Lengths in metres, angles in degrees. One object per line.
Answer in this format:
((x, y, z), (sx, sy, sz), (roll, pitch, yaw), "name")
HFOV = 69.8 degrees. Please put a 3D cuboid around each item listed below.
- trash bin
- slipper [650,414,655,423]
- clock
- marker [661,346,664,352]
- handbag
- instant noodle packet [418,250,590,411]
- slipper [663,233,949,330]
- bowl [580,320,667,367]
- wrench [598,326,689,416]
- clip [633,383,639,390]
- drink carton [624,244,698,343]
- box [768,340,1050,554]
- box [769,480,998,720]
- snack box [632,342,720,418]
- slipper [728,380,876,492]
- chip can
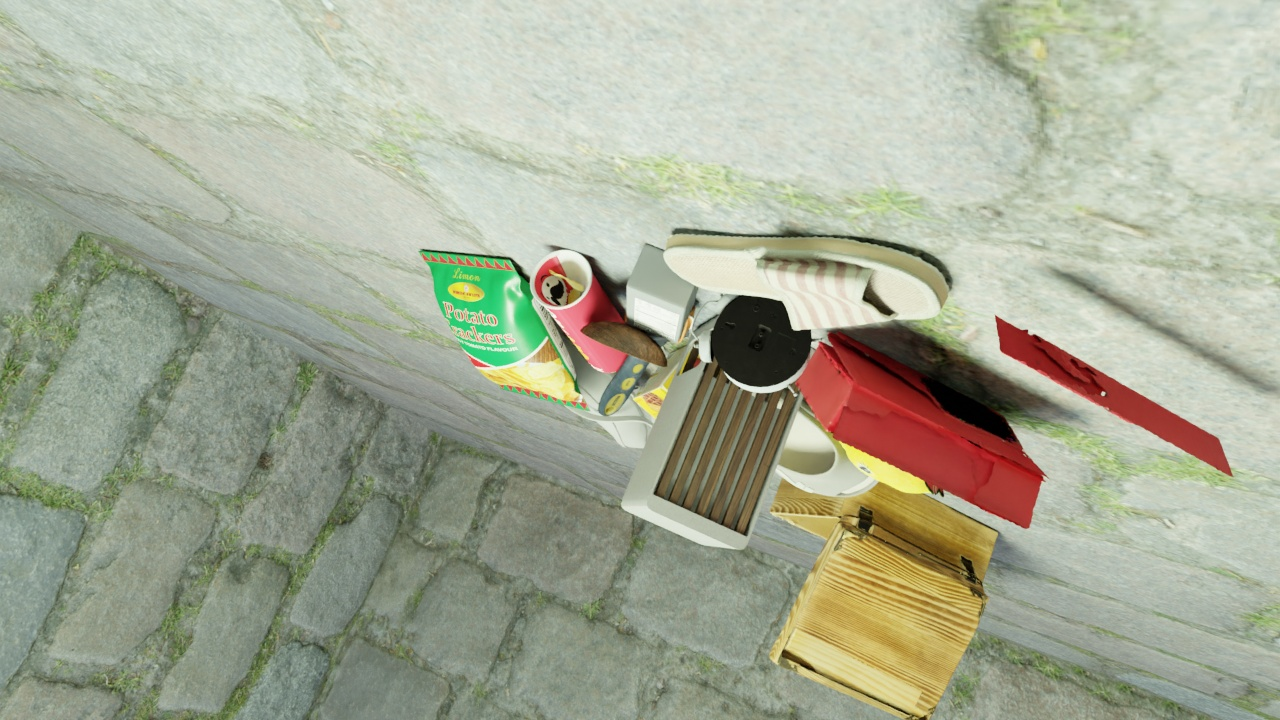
((0.084, 0.077, 1.003), (0.114, 0.228, 0.115), (25, 166, -9), "trash bin")
((0.074, 0.101, 1.437), (0.112, 0.074, 0.246), (-17, 152, 19), "slipper")
((0.108, -0.020, 0.889), (0.123, 0.094, 0.035), (25, 171, 19), "clock")
((-0.026, -0.017, 1.246), (0.133, 0.027, 0.023), (11, 165, 40), "marker")
((-0.058, 0.078, 1.400), (0.216, 0.095, 0.223), (39, 167, 27), "handbag")
((-0.185, -0.039, 1.245), (0.196, 0.090, 0.253), (11, 138, 42), "instant noodle packet")
((0.126, -0.065, 0.779), (0.263, 0.052, 0.115), (12, 163, 39), "slipper")
((-0.014, -0.024, 1.005), (0.102, 0.026, 0.114), (21, -176, -13), "bowl")
((-0.006, 0.007, 1.143), (0.073, 0.022, 0.274), (2, 152, -18), "wrench")
((-0.034, 0.039, 1.465), (0.102, 0.057, 0.052), (5, 133, 54), "clip")
((0.022, -0.066, 0.945), (0.076, 0.048, 0.125), (22, 166, 5), "drink carton")
((0.245, 0.099, 0.884), (0.213, 0.153, 0.164), (25, -162, -11), "box")
((0.353, 0.358, 1.428), (0.279, 0.334, 0.287), (28, 164, -13), "box")
((0.052, 0.031, 1.159), (0.061, 0.083, 0.106), (42, 161, -7), "snack box")
((0.206, 0.111, 1.167), (0.266, 0.113, 0.080), (34, -158, -19), "slipper")
((-0.063, -0.051, 1.091), (0.069, 0.069, 0.220), (18, 166, 19), "chip can")
